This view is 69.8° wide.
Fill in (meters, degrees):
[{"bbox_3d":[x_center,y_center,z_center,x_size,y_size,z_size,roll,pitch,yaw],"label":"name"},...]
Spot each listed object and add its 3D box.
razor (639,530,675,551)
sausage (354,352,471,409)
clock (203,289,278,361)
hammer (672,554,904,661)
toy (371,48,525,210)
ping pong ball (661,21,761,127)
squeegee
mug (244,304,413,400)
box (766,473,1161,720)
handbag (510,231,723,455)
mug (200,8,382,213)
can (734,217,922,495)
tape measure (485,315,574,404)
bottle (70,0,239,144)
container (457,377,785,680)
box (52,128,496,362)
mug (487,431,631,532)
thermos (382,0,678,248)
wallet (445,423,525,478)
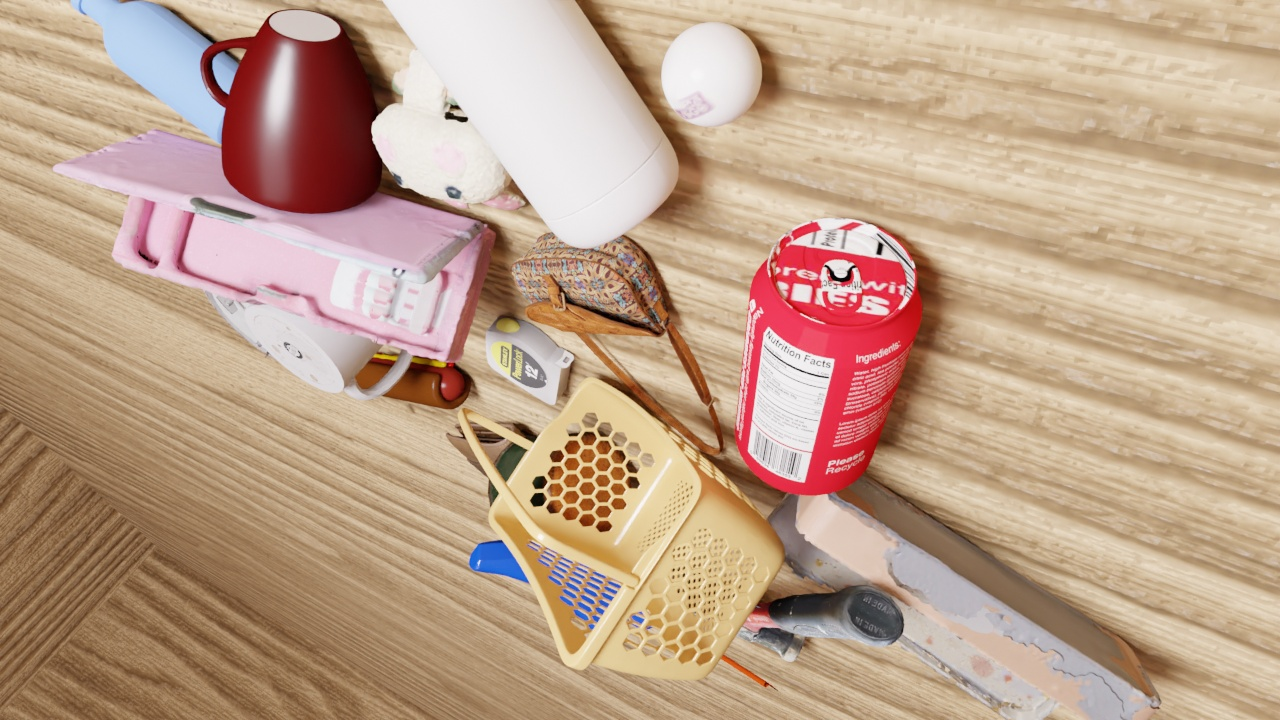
[{"bbox_3d":[-0.026,0.151,0.811,0.141,0.018,0.044,6,120,36],"label":"razor"},{"bbox_3d":[-0.205,0.014,0.777,0.156,0.040,0.040,8,140,38],"label":"sausage"},{"bbox_3d":[-0.300,-0.041,0.770,0.157,0.061,0.110,11,141,34],"label":"clock"},{"bbox_3d":[0.092,0.171,0.632,0.140,0.036,0.327,28,163,0],"label":"hammer"},{"bbox_3d":[-0.106,-0.116,0.495,0.087,0.050,0.112,19,152,25],"label":"toy"},{"bbox_3d":[0.029,-0.114,0.368,0.040,0.040,0.040,25,148,17],"label":"ping pong ball"},{"bbox_3d":[-0.038,0.166,0.675,0.184,0.055,0.250,22,173,-26],"label":"squeegee"},{"bbox_3d":[-0.206,-0.028,0.662,0.083,0.096,0.120,10,142,36],"label":"mug"},{"bbox_3d":[0.175,0.152,0.549,0.217,0.096,0.114,32,-167,4],"label":"box"},{"bbox_3d":[-0.003,0.003,0.569,0.094,0.043,0.196,5,142,43],"label":"handbag"},{"bbox_3d":[-0.196,-0.148,0.506,0.114,0.086,0.089,27,131,9],"label":"mug"},{"bbox_3d":[0.086,0.004,0.443,0.074,0.074,0.143,24,148,18],"label":"can"},{"bbox_3d":[-0.079,-0.001,0.653,0.065,0.016,0.064,30,149,8],"label":"tape measure"},{"bbox_3d":[-0.299,-0.192,0.571,0.131,0.047,0.048,37,150,-4],"label":"bottle"},{"bbox_3d":[-0.026,0.088,0.558,0.167,0.129,0.183,31,-176,-29],"label":"container"},{"bbox_3d":[-0.215,-0.074,0.540,0.233,0.099,0.107,18,-177,7],"label":"box"},{"bbox_3d":[-0.051,0.105,0.716,0.111,0.084,0.081,33,152,-31],"label":"mug"},{"bbox_3d":[-0.057,-0.157,0.373,0.101,0.068,0.230,-16,123,37],"label":"thermos"},{"bbox_3d":[-0.111,0.093,0.802,0.098,0.026,0.121,48,152,-24],"label":"wallet"}]
